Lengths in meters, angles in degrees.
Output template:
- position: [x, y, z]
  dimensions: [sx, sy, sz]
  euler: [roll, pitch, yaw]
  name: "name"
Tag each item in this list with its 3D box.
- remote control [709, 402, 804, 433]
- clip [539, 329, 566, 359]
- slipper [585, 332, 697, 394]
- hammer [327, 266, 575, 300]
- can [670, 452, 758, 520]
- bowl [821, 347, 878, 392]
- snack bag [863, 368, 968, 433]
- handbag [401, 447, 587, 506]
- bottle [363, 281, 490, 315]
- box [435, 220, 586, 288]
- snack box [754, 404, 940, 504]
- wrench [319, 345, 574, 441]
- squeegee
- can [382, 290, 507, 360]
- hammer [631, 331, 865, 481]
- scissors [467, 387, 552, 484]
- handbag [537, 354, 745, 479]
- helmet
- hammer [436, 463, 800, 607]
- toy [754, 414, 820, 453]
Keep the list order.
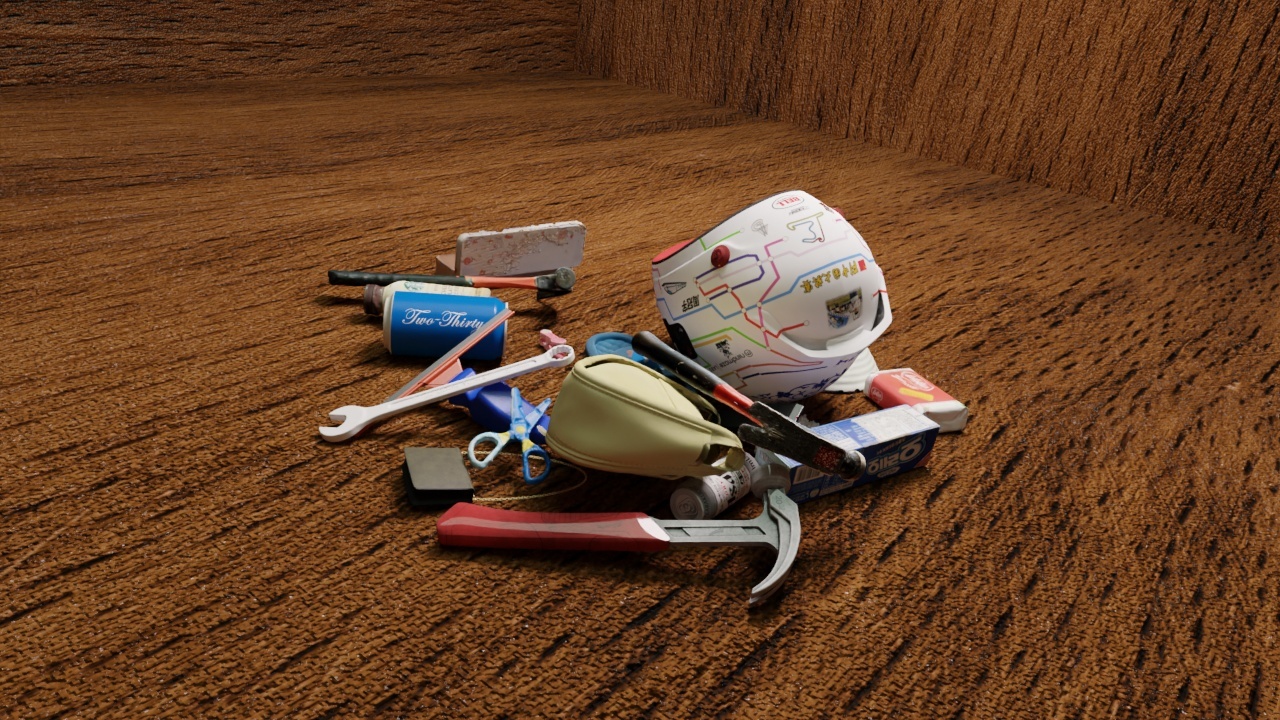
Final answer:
- position: [0.122, 0.065, 1.008]
  dimensions: [0.125, 0.010, 0.039]
  euler: [-8, 38, 47]
  name: "remote control"
- position: [-0.115, -0.027, 1.189]
  dimensions: [0.022, 0.037, 0.058]
  euler: [-11, 27, -29]
  name: "clip"
- position: [-0.007, 0.007, 1.121]
  dimensions: [0.103, 0.059, 0.214]
  euler: [-7, 27, -25]
  name: "slipper"
- position: [-0.261, -0.110, 1.273]
  dimensions: [0.333, 0.033, 0.133]
  euler: [1, -2, -9]
  name: "hammer"
- position: [0.075, 0.125, 0.902]
  dimensions: [0.044, 0.044, 0.106]
  euler: [24, 29, 31]
  name: "can"
- position: [0.244, -0.026, 1.250]
  dimensions: [0.177, 0.071, 0.177]
  euler: [6, 24, -3]
  name: "bowl"
- position: [0.344, 0.050, 1.153]
  dimensions: [0.077, 0.036, 0.116]
  euler: [-5, 27, -24]
  name: "snack bag"
- position: [-0.139, 0.114, 0.898]
  dimensions: [0.177, 0.027, 0.084]
  euler: [2, 26, -24]
  name: "handbag"
- position: [-0.282, -0.075, 1.218]
  dimensions: [0.162, 0.057, 0.056]
  euler: [5, 25, -7]
  name: "bottle"
- position: [-0.199, -0.168, 1.406]
  dimensions: [0.215, 0.096, 0.105]
  euler: [-11, 25, -35]
  name: "box"
- position: [0.222, 0.100, 0.984]
  dimensions: [0.225, 0.059, 0.059]
  euler: [-11, 33, -32]
  name: "snack box"
- position: [-0.200, 0.031, 0.964]
  dimensions: [0.273, 0.009, 0.047]
  euler: [-17, 36, -9]
  name: "wrench"
- position: [-0.156, 0.048, 0.989]
  dimensions: [0.185, 0.055, 0.248]
  euler: [23, 47, 27]
  name: "squeegee"
- position: [-0.239, -0.042, 1.133]
  dimensions: [0.146, 0.079, 0.079]
  euler: [3, 25, -9]
  name: "can"
- position: [0.079, 0.030, 0.947]
  dimensions: [0.140, 0.036, 0.326]
  euler: [23, 6, -37]
  name: "hammer"
- position: [-0.131, 0.071, 0.919]
  dimensions: [0.104, 0.019, 0.131]
  euler: [7, 43, -18]
  name: "scissors"
- position: [0.001, 0.062, 0.917]
  dimensions: [0.191, 0.088, 0.232]
  euler: [22, 7, -4]
  name: "handbag"
- position: [0.152, -0.063, 1.113]
  dimensions: [0.230, 0.236, 0.315]
  euler: [-21, 2, -24]
  name: "helmet"
- position: [-0.019, 0.151, 0.803]
  dimensions: [0.315, 0.036, 0.126]
  euler: [1, 50, -2]
  name: "hammer"
- position: [0.144, 0.073, 1.047]
  dimensions: [0.095, 0.041, 0.109]
  euler: [-13, 26, -35]
  name: "toy"
